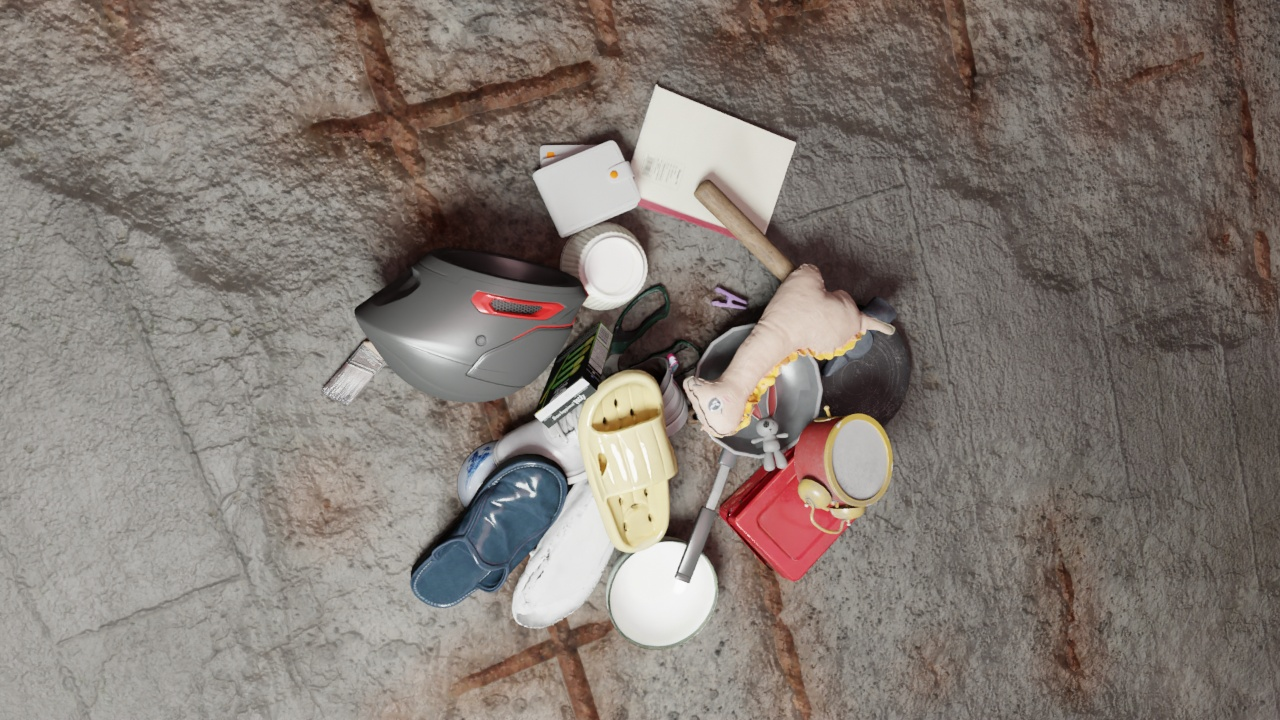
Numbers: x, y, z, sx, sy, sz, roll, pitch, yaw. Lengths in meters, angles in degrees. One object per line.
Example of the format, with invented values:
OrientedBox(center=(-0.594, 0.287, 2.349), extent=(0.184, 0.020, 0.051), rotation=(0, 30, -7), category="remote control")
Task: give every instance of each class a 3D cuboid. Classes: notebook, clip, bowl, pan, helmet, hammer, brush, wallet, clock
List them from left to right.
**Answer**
OrientedBox(center=(-0.329, -0.008, 1.130), extent=(0.039, 0.012, 0.151), rotation=(41, 85, -17), category="brush")
OrientedBox(center=(-0.202, -0.035, 1.082), extent=(0.264, 0.164, 0.170), rotation=(8, 107, -27), category="helmet")
OrientedBox(center=(-0.177, 0.163, 1.181), extent=(0.114, 0.045, 0.114), rotation=(-2, 99, -15), category="bowl")
OrientedBox(center=(-0.070, -0.230, 1.152), extent=(0.118, 0.037, 0.115), rotation=(-25, 89, -10), category="wallet")
OrientedBox(center=(-0.041, -0.119, 1.167), extent=(0.115, 0.062, 0.115), rotation=(-2, 99, -15), category="bowl")
OrientedBox(center=(0.022, 0.307, 1.245), extent=(0.153, 0.073, 0.153), rotation=(-2, 98, -15), category="bowl")
OrientedBox(center=(0.091, -0.252, 1.211), extent=(0.208, 0.012, 0.153), rotation=(17, 94, -17), category="notebook")
OrientedBox(center=(0.120, -0.086, 1.244), extent=(0.052, 0.014, 0.042), rotation=(-9, 98, -11), category="clip")
OrientedBox(center=(0.118, 0.122, 1.216), extent=(0.178, 0.041, 0.357), rotation=(23, 85, -9), category="pan")
OrientedBox(center=(0.191, -0.120, 1.223), extent=(0.322, 0.040, 0.129), rotation=(43, 87, -12), category="hammer")
OrientedBox(center=(0.225, 0.040, 1.282), extent=(0.356, 0.040, 0.208), rotation=(-15, 102, -14), category="pan")
OrientedBox(center=(0.252, 0.145, 1.190), extent=(0.117, 0.081, 0.158), rotation=(26, 71, -28), category="clock")

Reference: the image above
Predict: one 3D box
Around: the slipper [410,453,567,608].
OrientedBox(center=(-0.185, 0.231, 1.129), extent=(0.109, 0.083, 0.266), rotation=(37, 107, -25), category="slipper")

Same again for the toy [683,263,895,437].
OrientedBox(center=(0.186, 0.003, 1.168), extent=(0.196, 0.065, 0.264), rotation=(33, 76, 2), category="toy")

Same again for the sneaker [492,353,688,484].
OrientedBox(center=(-0.060, 0.071, 1.148), extent=(0.262, 0.096, 0.129), rotation=(-20, 146, -13), category="sneaker")

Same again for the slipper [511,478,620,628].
OrientedBox(center=(-0.094, 0.243, 1.201), extent=(0.112, 0.074, 0.247), rotation=(27, 98, -18), category="slipper")

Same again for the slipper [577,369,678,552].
OrientedBox(center=(-0.007, 0.140, 1.110), extent=(0.111, 0.079, 0.262), rotation=(-16, 121, -15), category="slipper")

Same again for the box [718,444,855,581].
OrientedBox(center=(0.209, 0.206, 1.265), extent=(0.157, 0.112, 0.134), rotation=(-45, 102, -6), category="box")

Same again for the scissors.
OrientedBox(center=(-0.007, 0.013, 1.223), extent=(0.209, 0.015, 0.142), rotation=(-46, 109, -5), category="scissors")

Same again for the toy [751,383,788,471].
OrientedBox(center=(0.164, 0.087, 1.188), extent=(0.049, 0.030, 0.111), rotation=(-10, 80, -7), category="toy")

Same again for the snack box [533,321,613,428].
OrientedBox(center=(-0.080, 0.015, 1.121), extent=(0.080, 0.147, 0.025), rotation=(-38, 108, 23), category="snack box")
